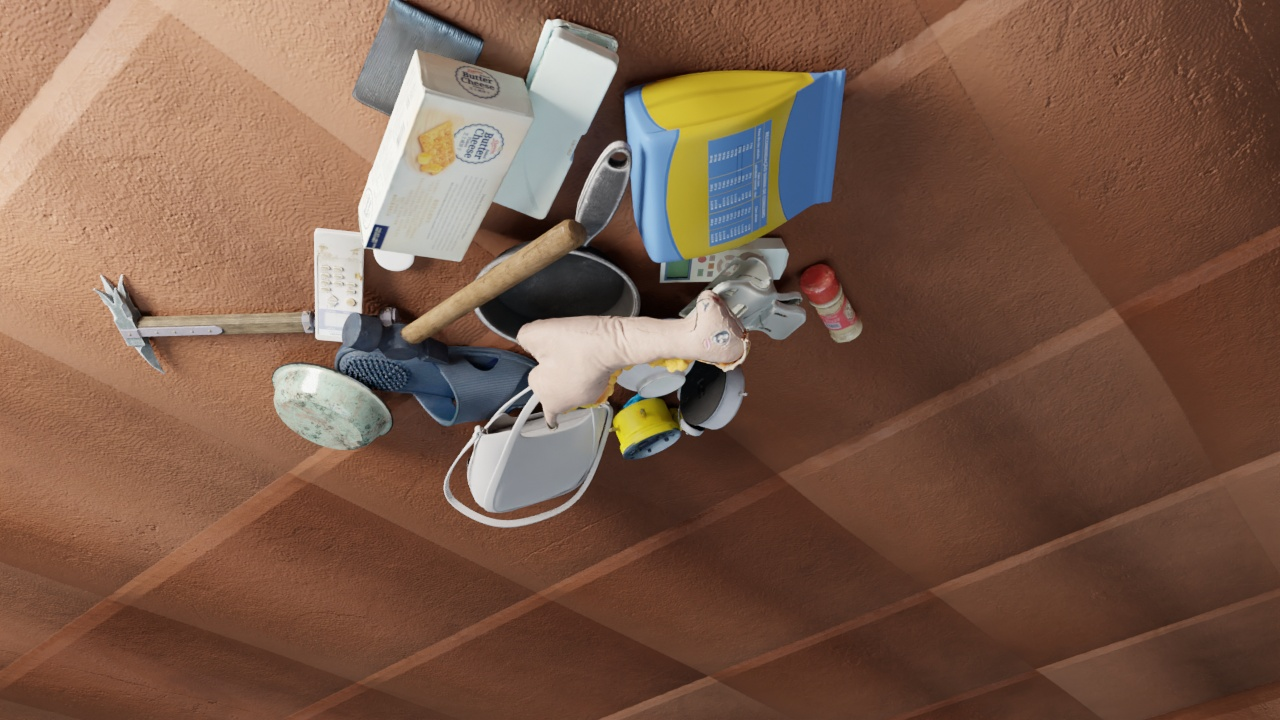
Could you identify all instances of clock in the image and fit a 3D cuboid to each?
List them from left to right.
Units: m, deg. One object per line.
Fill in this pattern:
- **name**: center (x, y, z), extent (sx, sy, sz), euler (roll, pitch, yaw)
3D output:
- **clock**: center (0.014, 0.093, 1.215), extent (0.083, 0.057, 0.118), euler (-34, 156, 22)
- **clock**: center (0.084, 0.045, 1.153), extent (0.035, 0.094, 0.123), euler (18, 139, -27)

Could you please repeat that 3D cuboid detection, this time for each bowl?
- **bowl**: center (-0.389, 0.065, 1.138), extent (0.157, 0.038, 0.158), euler (11, 144, 8)
- **bowl**: center (0.017, 0.004, 1.094), extent (0.118, 0.062, 0.118), euler (-15, 158, -7)

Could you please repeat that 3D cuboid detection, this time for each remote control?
- **remote control**: center (-0.333, -0.080, 1.014), extent (0.050, 0.011, 0.136), euler (5, 122, -11)
- **remote control**: center (-0.262, -0.149, 0.968), extent (0.043, 0.013, 0.137), euler (3, 137, -8)
- **remote control**: center (0.093, -0.114, 1.029), extent (0.143, 0.024, 0.050), euler (-2, 142, -4)

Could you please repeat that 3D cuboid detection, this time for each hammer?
- **hammer**: center (-0.436, -0.040, 1.062), extent (0.317, 0.028, 0.147), euler (-2, 137, -3)
- **hammer**: center (-0.173, -0.069, 0.966), extent (0.323, 0.040, 0.129), euler (-26, 151, 37)

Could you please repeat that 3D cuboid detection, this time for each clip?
- **clip**: center (0.113, -0.070, 1.036), extent (0.152, 0.096, 0.126), euler (-8, 158, -35)

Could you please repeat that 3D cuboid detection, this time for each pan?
- **pan**: center (-0.069, -0.112, 0.957), extent (0.187, 0.055, 0.358), euler (10, 145, -14)

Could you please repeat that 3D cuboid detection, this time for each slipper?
- **slipper**: center (-0.242, 0.038, 1.125), extent (0.263, 0.082, 0.101), euler (9, 138, -13)

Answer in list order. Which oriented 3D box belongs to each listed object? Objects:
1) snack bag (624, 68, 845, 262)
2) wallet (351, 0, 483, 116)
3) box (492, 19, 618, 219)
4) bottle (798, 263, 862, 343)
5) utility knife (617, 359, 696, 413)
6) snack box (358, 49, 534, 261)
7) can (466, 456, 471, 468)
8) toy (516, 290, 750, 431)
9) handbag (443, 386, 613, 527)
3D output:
- **snack bag**: center (0.095, -0.196, 0.893), extent (0.205, 0.102, 0.159), euler (-13, 138, -6)
- **wallet**: center (-0.205, -0.264, 0.838), extent (0.089, 0.026, 0.115), euler (20, 132, -23)
- **box**: center (-0.089, -0.225, 0.877), extent (0.083, 0.066, 0.200), euler (-2, 143, -30)
- **bottle**: center (0.226, -0.066, 1.081), extent (0.044, 0.044, 0.109), euler (-24, 135, 19)
- **utility knife**: center (0.031, 0.023, 1.182), extent (0.031, 0.015, 0.179), euler (14, 135, -35)
- **snack box**: center (-0.190, -0.185, 0.871), extent (0.104, 0.057, 0.208), euler (5, 144, -30)
- **can**: center (-0.203, 0.129, 1.263), extent (0.031, 0.031, 0.081), euler (32, 127, -33)
- **toy**: center (-0.006, 0.006, 1.022), extent (0.265, 0.065, 0.196), euler (1, 129, 15)
- **handbag**: center (-0.130, 0.100, 1.159), extent (0.215, 0.095, 0.223), euler (-13, 140, -35)
